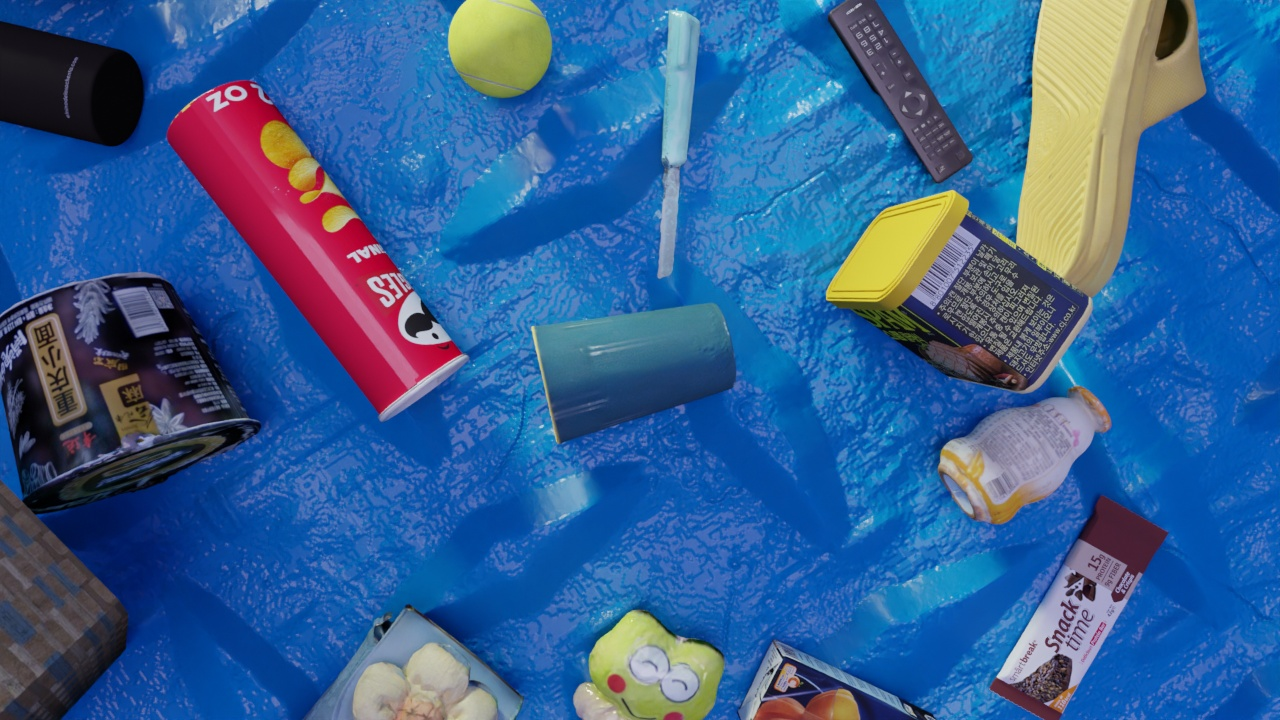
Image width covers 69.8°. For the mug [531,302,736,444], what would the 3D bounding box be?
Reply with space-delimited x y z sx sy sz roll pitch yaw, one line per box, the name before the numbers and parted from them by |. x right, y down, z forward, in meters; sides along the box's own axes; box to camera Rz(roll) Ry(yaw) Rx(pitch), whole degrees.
mug | -0.004 0.003 0.597 0.121 0.078 0.078 -12 93 -6

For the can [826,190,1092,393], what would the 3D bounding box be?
can | 0.191 -0.040 0.568 0.104 0.135 0.075 34 91 -6

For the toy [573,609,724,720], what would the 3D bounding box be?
toy | 0.000 0.228 0.621 0.092 0.046 0.115 29 100 -6

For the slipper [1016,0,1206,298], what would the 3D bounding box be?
slipper | 0.303 -0.164 0.579 0.078 0.099 0.263 10 90 -8

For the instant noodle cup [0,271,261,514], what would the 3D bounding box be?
instant noodle cup | -0.322 0.016 0.565 0.137 0.137 0.112 -23 85 0

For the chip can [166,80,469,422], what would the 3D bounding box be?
chip can | -0.204 -0.069 0.587 0.069 0.069 0.220 -37 93 0

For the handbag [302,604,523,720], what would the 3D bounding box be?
handbag | -0.171 0.259 0.581 0.122 0.118 0.192 42 86 -3

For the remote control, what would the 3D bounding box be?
remote control | 0.174 -0.183 0.618 0.032 0.015 0.136 -35 96 0

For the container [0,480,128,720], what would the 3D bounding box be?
container | -0.399 0.176 0.492 0.157 0.251 0.185 47 54 -3

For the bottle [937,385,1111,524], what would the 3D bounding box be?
bottle | 0.255 0.060 0.609 0.108 0.063 0.063 -33 93 1

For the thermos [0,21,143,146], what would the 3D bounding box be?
thermos | -0.443 -0.192 0.578 0.231 0.061 0.061 13 92 -2

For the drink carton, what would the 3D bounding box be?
drink carton | 0.139 0.250 0.628 0.130 0.040 0.064 26 92 -3

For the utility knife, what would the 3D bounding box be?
utility knife | 0.023 -0.144 0.615 0.022 0.016 0.179 4 91 -1

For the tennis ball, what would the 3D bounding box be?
tennis ball | -0.089 -0.201 0.585 0.065 0.065 0.065 0 93 -2

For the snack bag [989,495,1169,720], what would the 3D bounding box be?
snack bag | 0.307 0.175 0.642 0.057 0.013 0.158 30 92 -1
